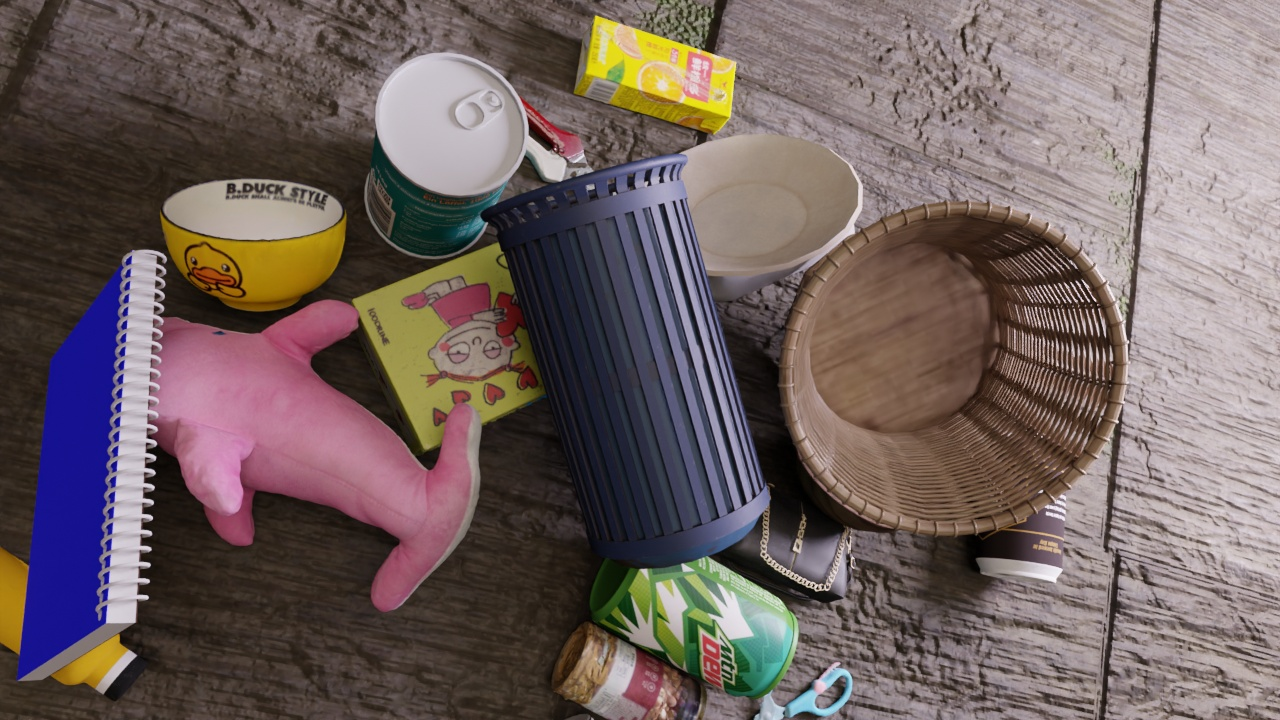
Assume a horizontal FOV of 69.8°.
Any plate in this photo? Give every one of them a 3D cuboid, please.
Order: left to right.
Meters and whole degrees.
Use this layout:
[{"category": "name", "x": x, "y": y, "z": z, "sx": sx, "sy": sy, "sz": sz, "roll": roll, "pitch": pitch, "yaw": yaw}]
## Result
[{"category": "plate", "x": 0.088, "y": -0.125, "z": 0.762, "sx": 0.189, "sy": 0.027, "sz": 0.188, "roll": -7, "pitch": 46, "yaw": 7}]

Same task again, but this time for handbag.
[{"category": "handbag", "x": 0.121, "y": 0.147, "z": 0.760, "sx": 0.128, "sy": 0.054, "sz": 0.079, "roll": 25, "pitch": 61, "yaw": -10}]

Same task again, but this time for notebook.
[{"category": "notebook", "x": -0.320, "y": 0.062, "z": 0.533, "sx": 0.022, "sy": 0.172, "sz": 0.209, "roll": 14, "pitch": 57, "yaw": -43}]

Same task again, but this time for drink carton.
[{"category": "drink carton", "x": 0.015, "y": -0.247, "z": 0.799, "sx": 0.134, "sy": 0.043, "sz": 0.058, "roll": 12, "pitch": 75, "yaw": -17}]

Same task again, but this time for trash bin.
[{"category": "trash bin", "x": -0.003, "y": 0.004, "z": 0.615, "sx": 0.139, "sy": 0.139, "sz": 0.249, "roll": -19, "pitch": 98, "yaw": -22}]

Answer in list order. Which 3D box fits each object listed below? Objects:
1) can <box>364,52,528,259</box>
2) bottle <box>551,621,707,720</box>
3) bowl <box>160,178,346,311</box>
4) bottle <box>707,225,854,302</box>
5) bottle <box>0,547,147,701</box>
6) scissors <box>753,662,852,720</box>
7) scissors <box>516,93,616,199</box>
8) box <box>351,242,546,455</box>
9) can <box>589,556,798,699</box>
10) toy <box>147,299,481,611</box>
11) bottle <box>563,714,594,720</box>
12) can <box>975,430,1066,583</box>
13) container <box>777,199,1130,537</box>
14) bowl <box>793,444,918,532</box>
[{"category": "can", "x": -0.146, "y": -0.142, "z": 0.667, "sx": 0.099, "sy": 0.144, "sz": 0.099, "roll": 4, "pitch": 78, "yaw": -19}, {"category": "bottle", "x": -0.009, "y": 0.244, "z": 0.686, "sx": 0.105, "sy": 0.056, "sz": 0.056, "roll": 32, "pitch": 71, "yaw": -11}, {"category": "bowl", "x": -0.266, "y": -0.076, "z": 0.641, "sx": 0.117, "sy": 0.117, "sz": 0.068, "roll": -2, "pitch": 121, "yaw": -20}, {"category": "bottle", "x": 0.092, "y": -0.086, "z": 0.788, "sx": 0.194, "sy": 0.053, "sz": 0.052, "roll": -24, "pitch": 88, "yaw": -22}, {"category": "bottle", "x": -0.382, "y": 0.162, "z": 0.579, "sx": 0.143, "sy": 0.043, "sz": 0.043, "roll": 39, "pitch": 70, "yaw": -8}, {"category": "scissors", "x": 0.107, "y": 0.267, "z": 0.746, "sx": 0.139, "sy": 0.015, "sz": 0.118, "roll": -23, "pitch": 87, "yaw": -27}, {"category": "scissors", "x": -0.067, "y": -0.177, "z": 0.772, "sx": 0.188, "sy": 0.015, "sz": 0.140, "roll": 8, "pitch": 76, "yaw": -20}, {"category": "box", "x": -0.093, "y": -0.027, "z": 0.699, "sx": 0.220, "sy": 0.079, "sz": 0.124, "roll": -23, "pitch": 88, "yaw": -20}, {"category": "can", "x": 0.041, "y": 0.192, "z": 0.699, "sx": 0.144, "sy": 0.083, "sz": 0.083, "roll": 31, "pitch": 71, "yaw": -11}, {"category": "toy", "x": -0.234, "y": 0.054, "z": 0.586, "sx": 0.265, "sy": 0.127, "sz": 0.187, "roll": 28, "pitch": 99, "yaw": 3}, {"category": "bottle", "x": -0.033, "y": 0.322, "z": 0.671, "sx": 0.041, "sy": 0.041, "sz": 0.116, "roll": -21, "pitch": 87, "yaw": -22}, {"category": "can", "x": 0.342, "y": 0.130, "z": 0.823, "sx": 0.072, "sy": 0.072, "sz": 0.128, "roll": 13, "pitch": 75, "yaw": -16}, {"category": "container", "x": 0.214, "y": -0.007, "z": 0.701, "sx": 0.227, "sy": 0.196, "sz": 0.227, "roll": 1, "pitch": 100, "yaw": 4}, {"category": "bowl", "x": 0.173, "y": 0.106, "z": 0.769, "sx": 0.119, "sy": 0.032, "sz": 0.119, "roll": 22, "pitch": 30, "yaw": -14}]
